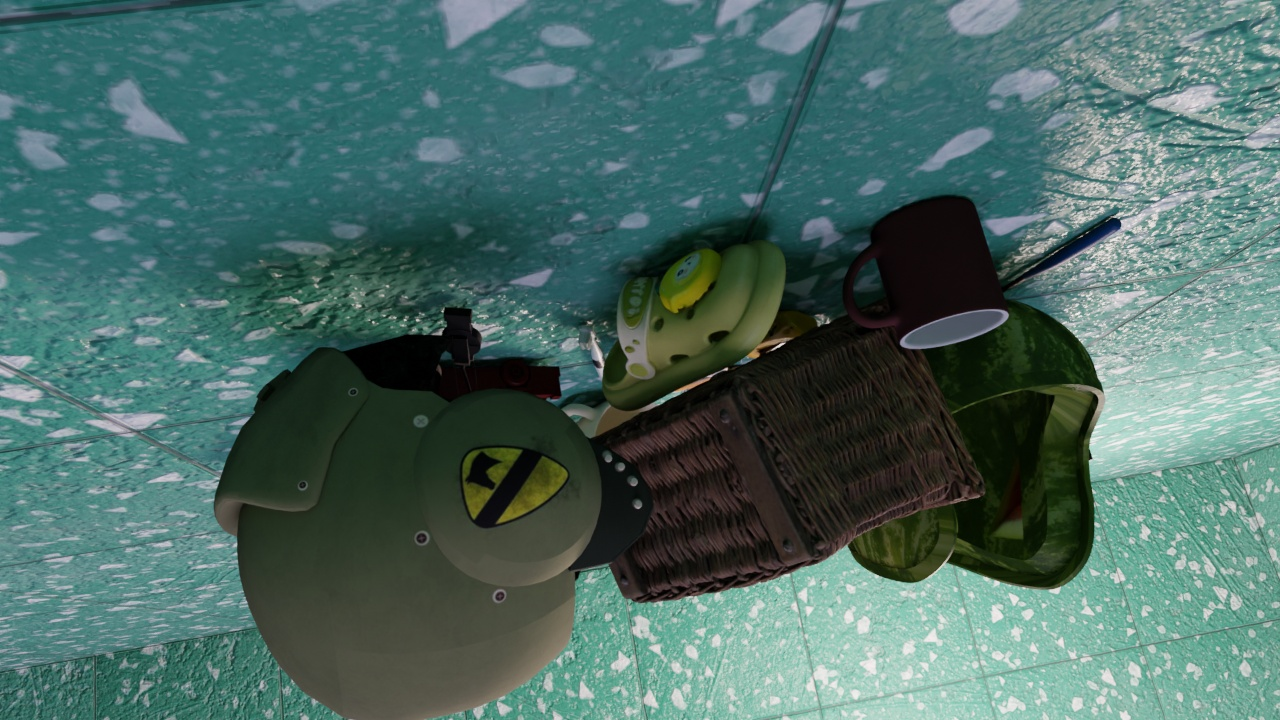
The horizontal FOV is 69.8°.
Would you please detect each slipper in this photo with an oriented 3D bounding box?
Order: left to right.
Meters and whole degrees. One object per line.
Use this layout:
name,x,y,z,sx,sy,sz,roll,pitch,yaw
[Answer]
slipper,0.019,-0.032,0.642,0.081,0.091,0.191,33,139,-20

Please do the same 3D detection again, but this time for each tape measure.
tape measure,0.116,-0.021,0.793,0.059,0.030,0.068,-24,158,31

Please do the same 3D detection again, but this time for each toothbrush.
toothbrush,-0.037,0.005,0.806,0.012,0.017,0.187,15,165,9
toothbrush,0.338,-0.076,0.773,0.014,0.014,0.168,1,160,-19

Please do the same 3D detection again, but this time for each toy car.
toy car,-0.153,0.038,0.768,0.169,0.061,0.070,-1,160,-28

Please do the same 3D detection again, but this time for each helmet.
helmet,-0.136,0.087,0.572,0.232,0.255,0.251,-8,162,-20
helmet,0.272,0.065,0.806,0.213,0.247,0.243,9,-176,-25

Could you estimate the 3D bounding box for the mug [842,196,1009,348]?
mug,0.189,-0.057,0.631,0.105,0.082,0.073,-9,163,-5

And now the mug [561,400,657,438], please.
mug,-0.035,0.084,0.949,0.120,0.096,0.100,37,154,-15

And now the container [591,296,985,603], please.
container,0.082,0.082,0.689,0.182,0.162,0.251,-18,172,-44

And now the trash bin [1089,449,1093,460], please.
trash bin,0.375,0.057,1.005,0.140,0.139,0.171,-25,158,38

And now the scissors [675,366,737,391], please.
scissors,0.089,0.012,0.913,0.125,0.011,0.131,-19,159,21
